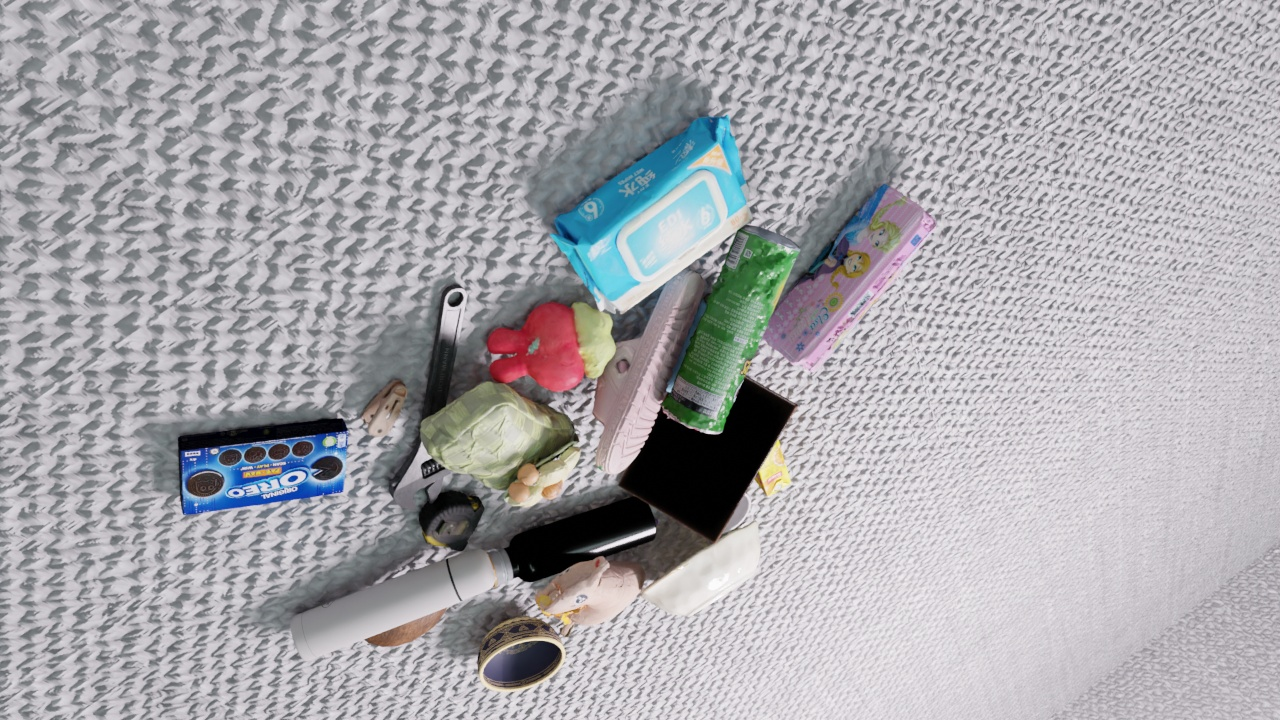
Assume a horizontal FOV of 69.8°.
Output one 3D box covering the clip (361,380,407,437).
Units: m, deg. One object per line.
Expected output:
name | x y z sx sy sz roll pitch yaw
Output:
clip | -0.250 0.051 0.907 0.024 0.043 0.061 25 113 -44

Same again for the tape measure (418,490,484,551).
tape measure | -0.214 0.179 1.031 0.062 0.038 0.067 18 113 -40

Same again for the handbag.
handbag | -0.136 0.096 0.950 0.113 0.117 0.186 -43 152 6

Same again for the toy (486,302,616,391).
toy | -0.091 -0.013 0.941 0.135 0.045 0.091 -15 91 -7

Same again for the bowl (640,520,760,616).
bowl | 0.095 0.292 1.241 0.218 0.060 0.189 -10 151 -51

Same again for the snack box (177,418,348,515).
snack box | -0.362 0.102 0.886 0.150 0.027 0.082 -6 127 -29

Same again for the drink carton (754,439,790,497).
drink carton | 0.156 0.116 1.201 0.043 0.058 0.135 -30 135 -6

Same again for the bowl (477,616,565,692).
bowl | -0.160 0.372 1.195 0.112 0.061 0.113 -12 132 -14

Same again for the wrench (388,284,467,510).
wrench | -0.212 0.045 0.942 0.073 0.018 0.274 -8 126 -38

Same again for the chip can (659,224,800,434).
chip can | 0.096 -0.035 0.983 0.075 0.075 0.223 11 108 -38

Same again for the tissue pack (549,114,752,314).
tissue pack | 0.021 -0.145 0.912 0.209 0.066 0.117 -37 135 -5

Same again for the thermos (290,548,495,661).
thermos | -0.275 0.272 1.035 0.224 0.052 0.052 -20 132 -8

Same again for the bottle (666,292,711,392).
bottle | 0.061 -0.024 1.044 0.040 0.040 0.130 22 110 -41

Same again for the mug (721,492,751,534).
mug | 0.101 0.159 1.183 0.106 0.082 0.073 -47 134 8

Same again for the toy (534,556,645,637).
toy | -0.077 0.299 1.130 0.196 0.065 0.264 -43 161 11

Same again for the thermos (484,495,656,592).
thermos | -0.096 0.227 1.126 0.231 0.061 0.061 -15 130 -22

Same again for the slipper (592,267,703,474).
slipper | -0.006 0.006 0.997 0.239 0.064 0.094 -66 159 0

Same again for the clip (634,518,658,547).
clip | 0.003 0.229 1.225 0.036 0.013 0.053 22 107 -42

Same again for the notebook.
notebook | 0.077 0.104 1.104 0.209 0.141 0.008 -63 172 22

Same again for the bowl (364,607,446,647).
bowl | -0.281 0.309 1.099 0.114 0.026 0.102 -33 135 -6

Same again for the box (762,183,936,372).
box | 0.257 -0.085 1.092 0.096 0.085 0.231 28 106 -45
